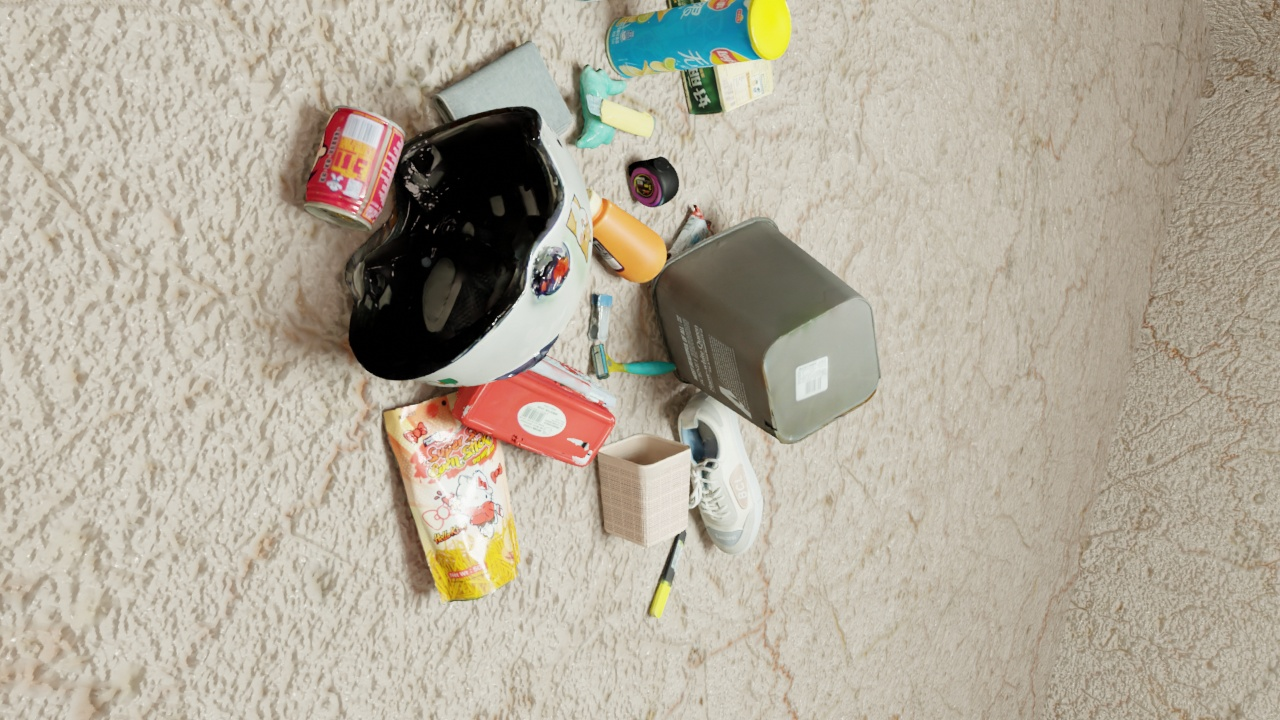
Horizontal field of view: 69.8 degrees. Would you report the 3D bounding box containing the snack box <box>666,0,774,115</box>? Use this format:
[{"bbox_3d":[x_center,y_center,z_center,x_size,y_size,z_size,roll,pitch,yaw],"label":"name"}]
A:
[{"bbox_3d":[0.095,-0.438,1.141,0.114,0.063,0.240,-34,120,-39],"label":"snack box"}]

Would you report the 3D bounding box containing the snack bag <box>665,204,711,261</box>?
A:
[{"bbox_3d":[0.060,-0.151,1.178,0.105,0.026,0.045,-59,142,-22],"label":"snack bag"}]

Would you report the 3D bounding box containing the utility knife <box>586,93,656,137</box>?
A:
[{"bbox_3d":[-0.018,-0.278,1.044,0.182,0.019,0.031,-15,109,-70],"label":"utility knife"}]

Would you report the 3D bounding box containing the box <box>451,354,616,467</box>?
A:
[{"bbox_3d":[-0.122,0.037,0.981,0.201,0.100,0.094,29,97,-47],"label":"box"}]

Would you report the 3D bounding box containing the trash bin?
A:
[{"bbox_3d":[0.155,-0.031,1.111,0.198,0.220,0.199,-27,126,-13],"label":"trash bin"}]

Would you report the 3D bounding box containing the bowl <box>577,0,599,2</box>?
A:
[{"bbox_3d":[-0.069,-0.435,0.965,0.116,0.066,0.116,-8,101,-46],"label":"bowl"}]

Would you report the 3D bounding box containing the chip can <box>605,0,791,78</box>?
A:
[{"bbox_3d":[0.058,-0.356,1.007,0.071,0.211,0.071,-10,104,-46],"label":"chip can"}]

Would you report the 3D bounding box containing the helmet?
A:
[{"bbox_3d":[-0.137,-0.088,0.843,0.156,0.231,0.273,33,60,-52],"label":"helmet"}]

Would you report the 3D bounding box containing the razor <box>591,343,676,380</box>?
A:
[{"bbox_3d":[-0.007,0.007,1.130,0.132,0.028,0.043,3,67,-44],"label":"razor"}]

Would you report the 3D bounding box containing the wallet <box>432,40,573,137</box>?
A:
[{"bbox_3d":[-0.138,-0.252,0.943,0.129,0.037,0.106,-42,116,-30],"label":"wallet"}]

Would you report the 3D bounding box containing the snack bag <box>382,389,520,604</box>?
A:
[{"bbox_3d":[-0.185,0.135,0.946,0.128,0.073,0.208,-19,103,-43],"label":"snack bag"}]

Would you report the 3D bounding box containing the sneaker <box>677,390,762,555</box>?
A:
[{"bbox_3d":[0.101,0.163,1.221,0.090,0.090,0.242,-38,120,-55],"label":"sneaker"}]

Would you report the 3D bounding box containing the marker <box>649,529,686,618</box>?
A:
[{"bbox_3d":[0.038,0.285,1.236,0.018,0.015,0.124,36,67,-45],"label":"marker"}]

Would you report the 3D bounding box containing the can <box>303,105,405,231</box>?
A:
[{"bbox_3d":[-0.253,-0.168,0.811,0.066,0.067,0.093,23,79,-46],"label":"can"}]

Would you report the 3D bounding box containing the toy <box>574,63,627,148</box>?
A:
[{"bbox_3d":[-0.045,-0.289,1.041,0.096,0.030,0.092,-26,117,-48],"label":"toy"}]

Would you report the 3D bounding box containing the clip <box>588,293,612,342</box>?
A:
[{"bbox_3d":[-0.048,-0.050,1.087,0.026,0.037,0.058,3,91,-49],"label":"clip"}]

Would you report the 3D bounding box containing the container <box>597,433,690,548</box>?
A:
[{"bbox_3d":[0.006,0.160,1.127,0.090,0.090,0.111,-16,110,-44],"label":"container"}]

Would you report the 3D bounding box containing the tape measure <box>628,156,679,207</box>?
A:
[{"bbox_3d":[0.018,-0.215,1.100,0.039,0.057,0.058,-33,111,-40],"label":"tape measure"}]

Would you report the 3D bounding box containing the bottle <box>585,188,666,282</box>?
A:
[{"bbox_3d":[-0.035,-0.150,1.056,0.149,0.067,0.066,38,69,-35],"label":"bottle"}]
